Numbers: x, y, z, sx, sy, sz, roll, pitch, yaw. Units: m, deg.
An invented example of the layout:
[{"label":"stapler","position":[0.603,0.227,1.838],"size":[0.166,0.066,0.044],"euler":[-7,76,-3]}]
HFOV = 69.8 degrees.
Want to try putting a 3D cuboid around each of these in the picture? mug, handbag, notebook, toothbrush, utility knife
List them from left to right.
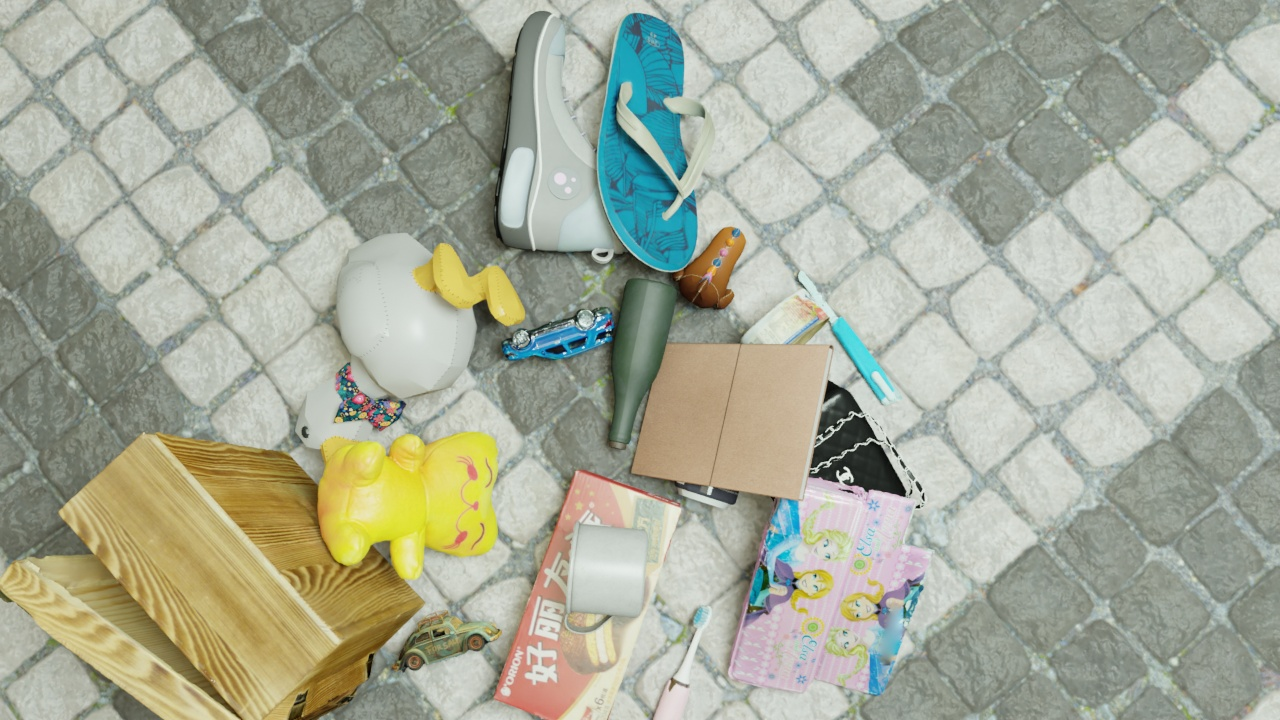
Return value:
[{"label":"mug","position":[-0.033,0.206,0.848],"size":[0.070,0.084,0.113],"euler":[5,112,0]},{"label":"toothbrush","position":[0.028,0.350,0.912],"size":[0.027,0.026,0.222],"euler":[15,82,43]},{"label":"notebook","position":[0.082,0.051,0.878],"size":[0.210,0.008,0.141],"euler":[2,74,46]},{"label":"handbag","position":[0.179,0.113,0.871],"size":[0.125,0.114,0.154],"euler":[-33,108,-3]},{"label":"utility knife","position":[0.217,-0.026,0.955],"size":[0.022,0.015,0.169],"euler":[-33,84,-2]}]

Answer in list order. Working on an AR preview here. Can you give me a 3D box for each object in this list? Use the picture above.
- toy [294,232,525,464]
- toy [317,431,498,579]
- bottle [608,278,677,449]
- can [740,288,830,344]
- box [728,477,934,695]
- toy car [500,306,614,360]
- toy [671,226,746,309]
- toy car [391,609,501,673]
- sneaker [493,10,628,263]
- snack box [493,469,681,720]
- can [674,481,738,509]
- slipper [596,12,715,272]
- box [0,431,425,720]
[{"label":"toy","position":[-0.252,-0.017,0.920],"size":[0.268,0.140,0.246],"euler":[-32,64,22]},{"label":"toy","position":[-0.219,0.137,0.881],"size":[0.088,0.193,0.134],"euler":[-2,87,37]},{"label":"bottle","position":[-0.006,0.005,0.942],"size":[0.055,0.055,0.174],"euler":[12,85,4]},{"label":"can","position":[0.145,-0.030,0.924],"size":[0.086,0.086,0.043],"euler":[-39,81,-3]},{"label":"box","position":[0.183,0.223,0.866],"size":[0.159,0.035,0.231],"euler":[12,114,2]},{"label":"toy car","position":[-0.084,-0.024,0.947],"size":[0.120,0.056,0.043],"euler":[-16,96,-4]},{"label":"toy","position":[0.076,-0.097,0.928],"size":[0.070,0.103,0.090],"euler":[33,91,0]},{"label":"toy car","position":[-0.197,0.275,0.918],"size":[0.112,0.047,0.047],"euler":[-17,88,0]},{"label":"sneaker","position":[-0.063,-0.234,0.963],"size":[0.160,0.093,0.256],"euler":[9,82,-5]},{"label":"snack box","position":[-0.050,0.236,0.911],"size":[0.113,0.060,0.236],"euler":[20,84,5]},{"label":"can","position":[0.081,0.081,0.923],"size":[0.064,0.064,0.127],"euler":[17,84,4]},{"label":"slipper","position":[0.016,-0.236,0.934],"size":[0.118,0.060,0.294],"euler":[8,71,-25]},{"label":"box","position":[-0.349,0.214,0.819],"size":[0.247,0.279,0.176],"euler":[43,82,7]}]
